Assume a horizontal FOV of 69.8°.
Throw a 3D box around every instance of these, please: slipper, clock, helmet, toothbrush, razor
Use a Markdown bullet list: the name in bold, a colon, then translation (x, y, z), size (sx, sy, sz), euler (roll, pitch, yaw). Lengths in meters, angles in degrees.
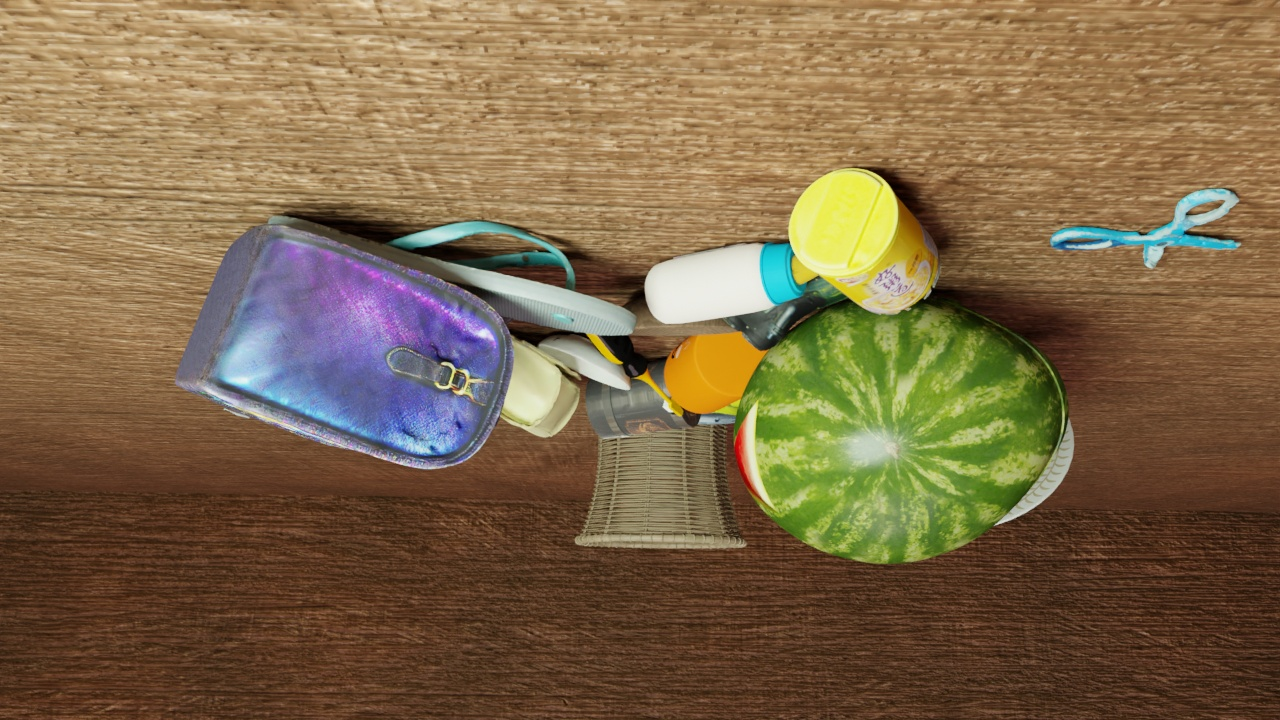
- **slipper**: translation (-0.132, -0.071, 0.672), size (0.268, 0.054, 0.098), euler (14, 168, -5)
- **clock**: translation (0.085, 0.045, 1.096), size (0.083, 0.057, 0.119), euler (4, 167, -11)
- **helmet**: translation (0.196, 0.053, 0.740), size (0.243, 0.213, 0.247), euler (-13, 179, 5)
- **toothbrush**: translation (-0.005, 0.005, 0.892), size (0.031, 0.031, 0.196), euler (-4, 147, 32)
- **razor**: translation (0.130, -0.049, 0.690), size (0.152, 0.067, 0.054), euler (-18, 143, 41)

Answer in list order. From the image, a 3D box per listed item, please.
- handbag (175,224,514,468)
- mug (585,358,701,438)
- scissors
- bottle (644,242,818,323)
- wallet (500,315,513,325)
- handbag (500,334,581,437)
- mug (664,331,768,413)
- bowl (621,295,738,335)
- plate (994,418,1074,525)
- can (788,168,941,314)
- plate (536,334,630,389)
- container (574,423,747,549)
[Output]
- **handbag**: translation (-0.201, 0.003, 0.668), size (0.222, 0.125, 0.205), euler (24, 167, -29)
- **mug**: translation (0.011, 0.045, 1.036), size (0.107, 0.080, 0.115), euler (-11, 169, 24)
- **scissors**: translation (0.350, -0.086, 0.636), size (0.138, 0.011, 0.134), euler (-5, 167, 20)
- **bottle**: translation (0.075, -0.060, 0.674), size (0.146, 0.051, 0.051), euler (-8, 164, 32)
- **wallet**: translation (-0.178, -0.041, 0.822), size (0.099, 0.031, 0.120), euler (8, 162, -38)
- **handbag**: translation (-0.126, 0.022, 0.950), size (0.111, 0.081, 0.119), euler (31, 174, 9)
- **mug**: translation (0.088, -0.001, 0.894), size (0.112, 0.077, 0.096), euler (-23, 174, -19)
- **bowl**: translation (0.030, -0.039, 0.781), size (0.118, 0.030, 0.118), euler (-1, 178, 0)
- **plate**: translation (0.294, 0.079, 0.906), size (0.243, 0.241, 0.016), euler (-4, 130, 18)
- **can**: translation (0.144, -0.072, 0.582), size (0.068, 0.067, 0.105), euler (-7, 164, 31)
- **plate**: translation (-0.053, -0.004, 0.929), size (0.104, 0.026, 0.104), euler (24, 171, 4)
- **container**: translation (0.029, 0.151, 1.242), size (0.227, 0.196, 0.227), euler (1, 167, 0)
